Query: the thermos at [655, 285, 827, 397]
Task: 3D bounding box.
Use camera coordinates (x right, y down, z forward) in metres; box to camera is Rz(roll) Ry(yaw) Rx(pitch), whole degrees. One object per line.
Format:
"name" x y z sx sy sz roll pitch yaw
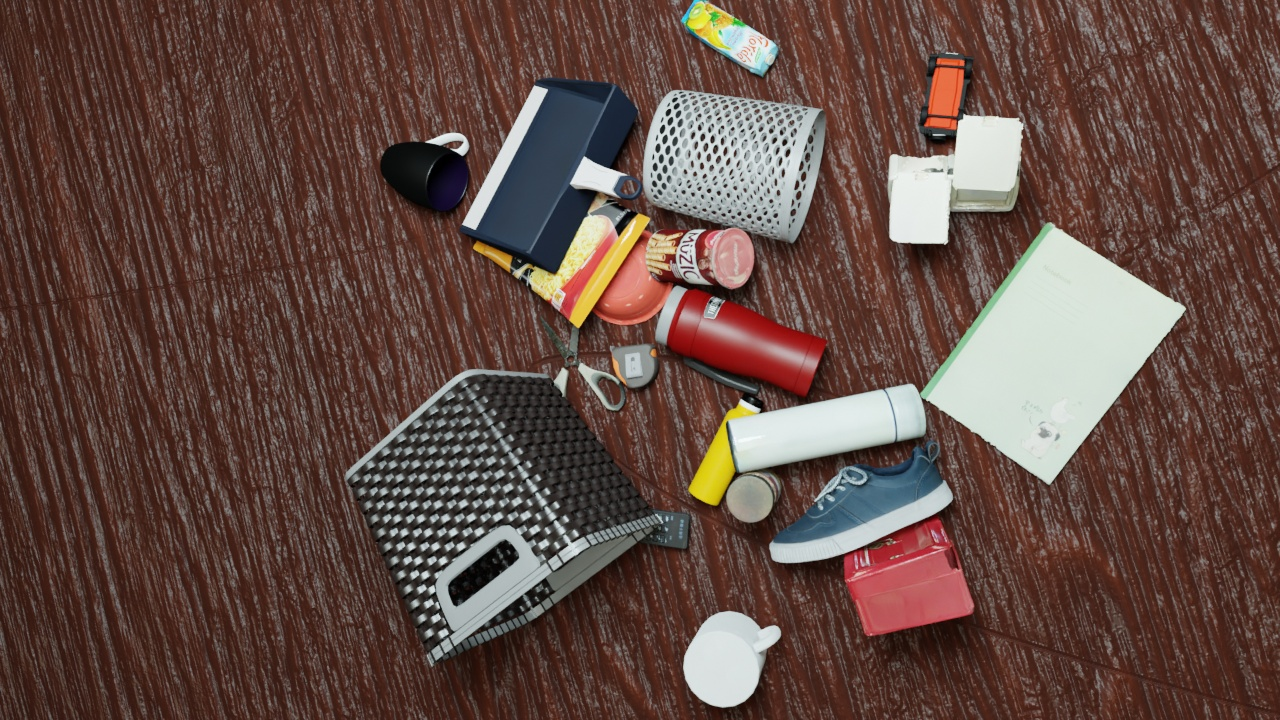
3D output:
"thermos" 0.121 -0.015 1.143 0.199 0.083 0.108 21 129 11

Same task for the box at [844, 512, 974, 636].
"box" 0.304 0.246 1.056 0.129 0.157 0.087 -17 92 15

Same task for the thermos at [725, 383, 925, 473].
"thermos" 0.220 0.082 1.099 0.230 0.068 0.068 -11 88 1

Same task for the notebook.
"notebook" 0.481 -0.008 1.083 0.182 0.010 0.253 36 99 12

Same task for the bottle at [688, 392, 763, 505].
"bottle" 0.111 0.110 1.160 0.043 0.043 0.144 28 97 12

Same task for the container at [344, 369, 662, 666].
"container" -0.169 0.176 1.119 0.248 0.245 0.243 -39 74 16

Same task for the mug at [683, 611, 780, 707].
"mug" 0.119 0.361 1.136 0.121 0.090 0.091 -31 83 12

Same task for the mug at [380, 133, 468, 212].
"mug" -0.289 -0.267 1.246 0.100 0.085 0.118 23 66 25

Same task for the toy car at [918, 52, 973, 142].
"toy car" 0.361 -0.312 1.090 0.051 0.048 0.100 9 92 14

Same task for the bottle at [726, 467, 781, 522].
"bottle" 0.140 0.162 1.121 0.056 0.105 0.056 0 90 14

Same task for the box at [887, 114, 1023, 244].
"box" 0.343 -0.181 1.014 0.144 0.187 0.105 2 76 20

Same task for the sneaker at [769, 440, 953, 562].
"sneaker" 0.256 0.171 1.104 0.236 0.089 0.087 -25 88 8

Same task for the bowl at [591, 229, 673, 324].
"bowl" -0.024 -0.112 1.191 0.131 0.045 0.130 0 91 14

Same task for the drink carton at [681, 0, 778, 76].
"drink carton" 0.114 -0.407 1.156 0.129 0.038 0.044 36 98 12

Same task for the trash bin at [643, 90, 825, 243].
"trash bin" 0.111 -0.238 1.102 0.183 0.156 0.156 15 94 16

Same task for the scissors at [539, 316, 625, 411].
"scissors" -0.089 0.017 1.225 0.171 0.012 0.157 35 98 11

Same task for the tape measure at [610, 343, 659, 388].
"tape measure" -0.007 0.007 1.191 0.058 0.038 0.059 -6 89 14

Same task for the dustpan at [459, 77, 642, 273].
"dustpan" -0.097 -0.235 1.138 0.273 0.080 0.236 25 87 27

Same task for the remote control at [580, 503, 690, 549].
"remote control" -0.008 0.214 1.204 0.150 0.022 0.047 6 92 16

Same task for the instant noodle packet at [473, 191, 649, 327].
"instant noodle packet" -0.109 -0.163 1.192 0.221 0.032 0.160 37 97 30

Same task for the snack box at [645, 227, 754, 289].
"snack box" 0.071 -0.127 1.126 0.121 0.072 0.072 10 93 47
